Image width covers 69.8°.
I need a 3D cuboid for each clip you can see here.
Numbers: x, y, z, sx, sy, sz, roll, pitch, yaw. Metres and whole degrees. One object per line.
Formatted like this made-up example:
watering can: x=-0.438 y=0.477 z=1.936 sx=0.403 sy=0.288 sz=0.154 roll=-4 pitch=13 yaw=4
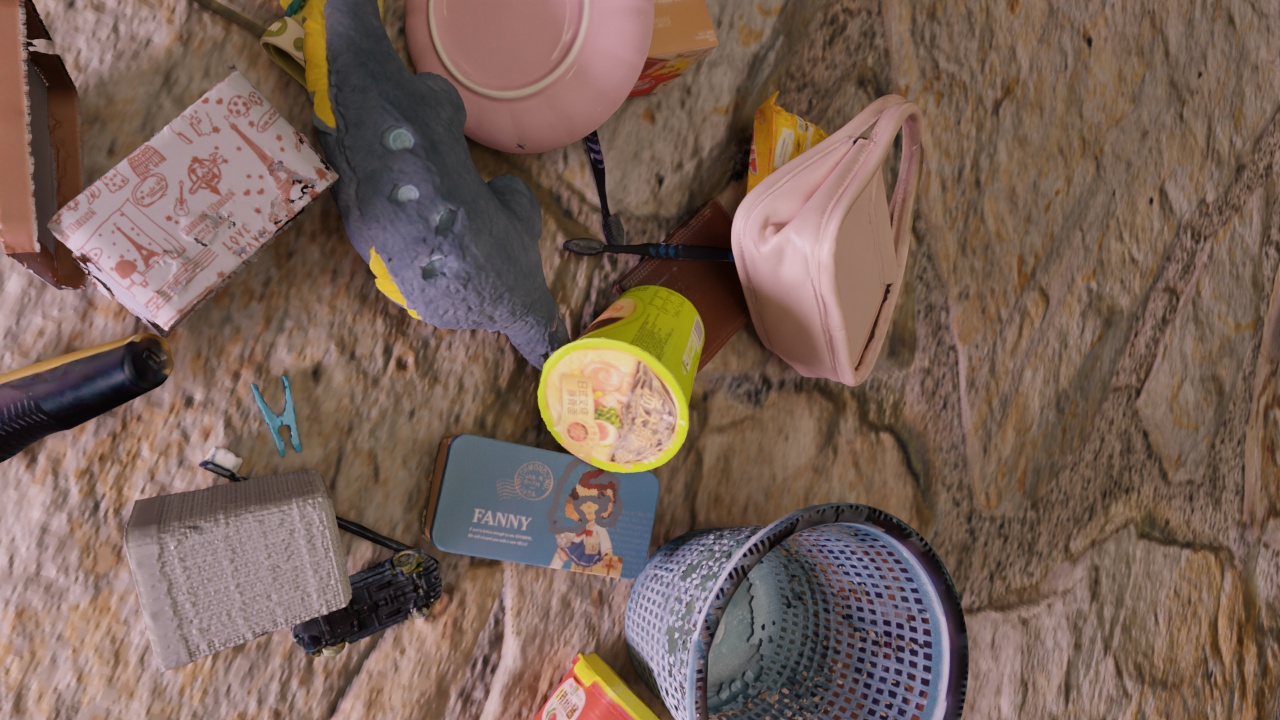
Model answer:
clip: x=-0.250 y=0.039 z=0.639 sx=0.040 sy=0.014 sz=0.056 roll=-18 pitch=96 yaw=-24

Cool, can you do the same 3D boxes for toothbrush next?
toothbrush: x=-0.039 y=-0.179 z=0.747 sx=0.014 sy=0.017 sz=0.189 roll=-14 pitch=92 yaw=-28
toothbrush: x=0.030 y=-0.089 z=0.747 sx=0.189 sy=0.016 sz=0.014 roll=1 pitch=86 yaw=-17
toothbrush: x=-0.221 y=0.107 z=0.649 sx=0.181 sy=0.016 sz=0.018 roll=31 pitch=66 yaw=-20

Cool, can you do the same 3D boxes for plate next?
plate: x=-0.087 y=-0.245 z=0.649 sx=0.193 sy=0.039 sz=0.192 roll=3 pitch=99 yaw=16

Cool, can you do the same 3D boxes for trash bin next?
trash bin: x=0.092 y=0.213 z=0.689 sx=0.226 sy=0.195 sz=0.226 roll=2 pitch=86 yaw=-25

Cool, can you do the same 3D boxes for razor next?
razor: x=-0.348 y=0.020 z=0.535 sx=0.168 sy=0.067 sz=0.062 roll=-18 pitch=132 yaw=13

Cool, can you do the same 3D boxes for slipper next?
slipper: x=-0.216 y=-0.216 z=0.627 sx=0.081 sy=0.092 sz=0.190 roll=-3 pitch=92 yaw=-23

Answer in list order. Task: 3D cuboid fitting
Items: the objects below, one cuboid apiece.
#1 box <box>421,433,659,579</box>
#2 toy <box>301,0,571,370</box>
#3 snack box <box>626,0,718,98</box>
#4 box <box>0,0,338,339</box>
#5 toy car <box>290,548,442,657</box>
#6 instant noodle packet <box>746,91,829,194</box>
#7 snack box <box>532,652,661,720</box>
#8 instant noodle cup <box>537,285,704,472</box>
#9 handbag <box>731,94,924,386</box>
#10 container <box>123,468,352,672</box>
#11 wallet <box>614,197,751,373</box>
box: x=-0.080 y=0.108 z=0.690 sx=0.184 sy=0.061 sz=0.089 roll=12 pitch=82 yaw=-26
toy: x=-0.132 y=-0.101 z=0.605 sx=0.356 sy=0.092 sz=0.137 roll=61 pitch=30 yaw=-32
snack box: x=-0.010 y=-0.255 z=0.714 sx=0.092 sy=0.095 sz=0.077 roll=-20 pitch=92 yaw=-29
box: x=-0.305 y=-0.112 z=0.532 sx=0.152 sy=0.183 sz=0.178 roll=-48 pitch=110 yaw=-20
toy car: x=-0.193 y=0.168 z=0.646 sx=0.105 sy=0.031 sz=0.049 roll=-20 pitch=115 yaw=-22
instant noodle packet: x=0.128 y=-0.154 z=0.796 sx=0.110 sy=0.044 sz=0.128 roll=14 pitch=82 yaw=-50
snack box: x=-0.033 y=0.278 z=0.688 sx=0.080 sy=0.091 sz=0.082 roll=-46 pitch=105 yaw=-13
instant noodle cup: x=-0.004 y=0.004 z=0.690 sx=0.111 sy=0.112 sz=0.123 roll=51 pitch=32 yaw=-14
handbag: x=0.180 y=-0.116 z=0.759 sx=0.233 sy=0.093 sz=0.193 roll=-54 pitch=145 yaw=-20
container: x=-0.251 y=0.125 z=0.584 sx=0.114 sy=0.090 sz=0.090 roll=-13 pitch=103 yaw=-22
wallet: x=0.050 y=-0.063 z=0.775 sx=0.124 sy=0.032 sz=0.101 roll=-44 pitch=103 yaw=-21
